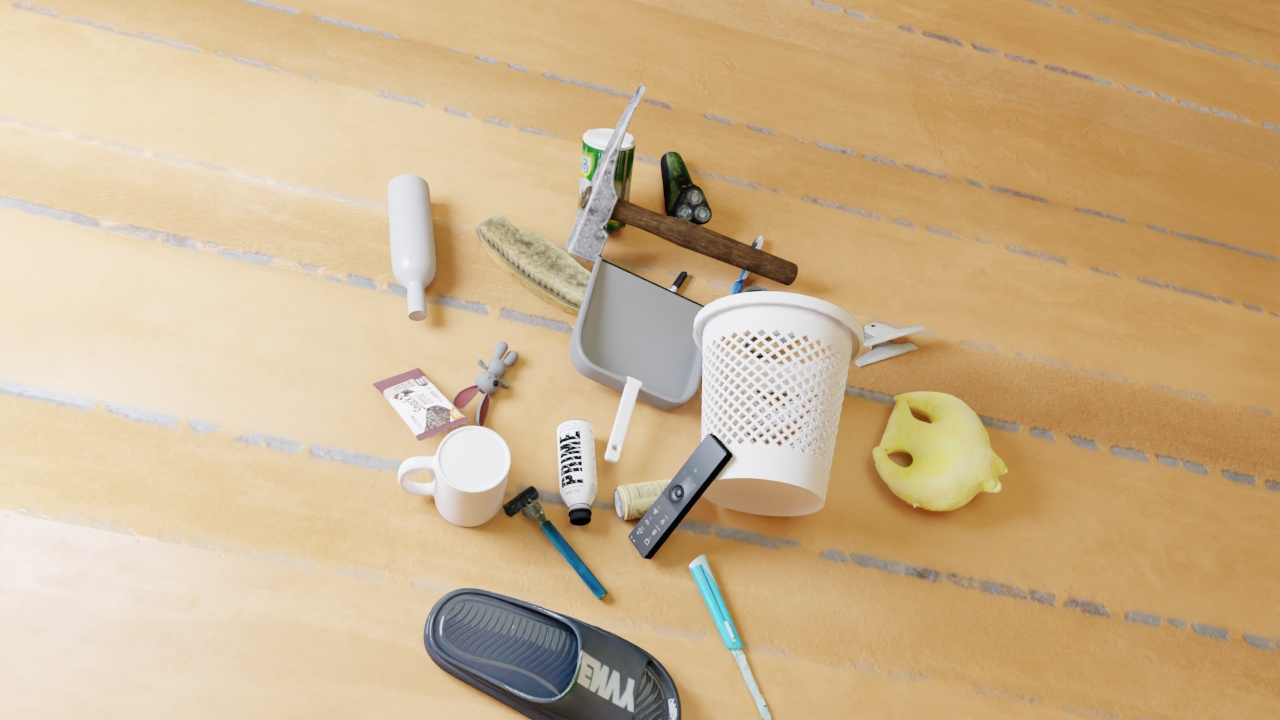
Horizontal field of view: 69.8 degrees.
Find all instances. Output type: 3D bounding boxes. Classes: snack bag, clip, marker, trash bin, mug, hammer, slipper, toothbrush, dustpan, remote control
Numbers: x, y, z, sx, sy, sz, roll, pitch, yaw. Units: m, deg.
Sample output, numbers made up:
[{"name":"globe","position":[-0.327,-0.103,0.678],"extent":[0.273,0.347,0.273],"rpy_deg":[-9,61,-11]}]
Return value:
[{"name":"snack bag","position":[-0.238,0.044,0.981],"extent":[0.057,0.013,0.158],"rpy_deg":[-22,31,-24]},{"name":"clip","position":[0.321,-0.028,1.206],"extent":[0.102,0.058,0.052],"rpy_deg":[-15,87,-23]},{"name":"marker","position":[0.024,-0.064,1.166],"extent":[0.011,0.011,0.151],"rpy_deg":[30,57,6]},{"name":"trash bin","position":[0.145,0.058,1.026],"extent":[0.195,0.196,0.199],"rpy_deg":[12,66,-6]},{"name":"mug","position":[-0.193,0.120,0.946],"extent":[0.110,0.091,0.073],"rpy_deg":[2,58,-13]},{"name":"hammer","position":[0.081,-0.189,1.151],"extent":[0.300,0.218,0.037],"rpy_deg":[18,22,-17]},{"name":"slipper","position":[-0.079,0.285,0.877],"extent":[0.268,0.083,0.110],"rpy_deg":[23,54,3]},{"name":"toothbrush","position":[0.128,-0.104,1.212],"extent":[0.017,0.016,0.188],"rpy_deg":[45,52,-24]},{"name":"dustpan","position":[-0.006,0.006,1.080],"extent":[0.163,0.033,0.257],"rpy_deg":[24,61,-14]},{"name":"remote control","position":[0.040,0.144,0.967],"extent":[0.013,0.150,0.034],"rpy_deg":[20,22,-45]}]

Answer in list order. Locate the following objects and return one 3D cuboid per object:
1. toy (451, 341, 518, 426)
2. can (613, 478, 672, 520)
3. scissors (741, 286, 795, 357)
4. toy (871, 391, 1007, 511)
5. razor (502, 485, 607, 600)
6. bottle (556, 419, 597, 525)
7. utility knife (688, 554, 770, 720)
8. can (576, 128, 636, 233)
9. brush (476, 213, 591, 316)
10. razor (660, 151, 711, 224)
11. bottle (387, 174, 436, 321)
[{"name":"toy","position":[-0.175,0.025,1.047],"extent":[0.049,0.030,0.111],"rpy_deg":[43,50,-20]},{"name":"can","position":[0.014,0.152,1.009],"extent":[0.079,0.038,0.038],"rpy_deg":[-6,60,-17]},{"name":"scissors","position":[0.195,-0.047,1.195],"extent":[0.157,0.013,0.166],"rpy_deg":[-32,70,-27]},{"name":"toy","position":[0.363,0.113,1.106],"extent":[0.155,0.065,0.170],"rpy_deg":[27,55,11]},{"name":"razor","position":[-0.085,0.194,0.969],"extent":[0.042,0.022,0.144],"rpy_deg":[-35,73,-29]},{"name":"bottle","position":[-0.069,0.124,1.005],"extent":[0.041,0.041,0.115],"rpy_deg":[2,58,-13]},{"name":"utility knife","position":[0.096,0.288,0.960],"extent":[0.022,0.015,0.178],"rpy_deg":[-16,66,-24]},{"name":"can","position":[-0.045,-0.232,1.179],"extent":[0.067,0.121,0.067],"rpy_deg":[5,35,-4]},{"name":"brush","position":[-0.125,-0.119,1.143],"extent":[0.195,0.043,0.059],"rpy_deg":[36,57,8]},{"name":"razor","position":[0.058,-0.239,1.255],"extent":[0.054,0.067,0.151],"rpy_deg":[2,50,-17]},{"name":"bottle","position":[-0.275,-0.134,1.110],"extent":[0.052,0.053,0.195],"rpy_deg":[-3,59,-16]}]
